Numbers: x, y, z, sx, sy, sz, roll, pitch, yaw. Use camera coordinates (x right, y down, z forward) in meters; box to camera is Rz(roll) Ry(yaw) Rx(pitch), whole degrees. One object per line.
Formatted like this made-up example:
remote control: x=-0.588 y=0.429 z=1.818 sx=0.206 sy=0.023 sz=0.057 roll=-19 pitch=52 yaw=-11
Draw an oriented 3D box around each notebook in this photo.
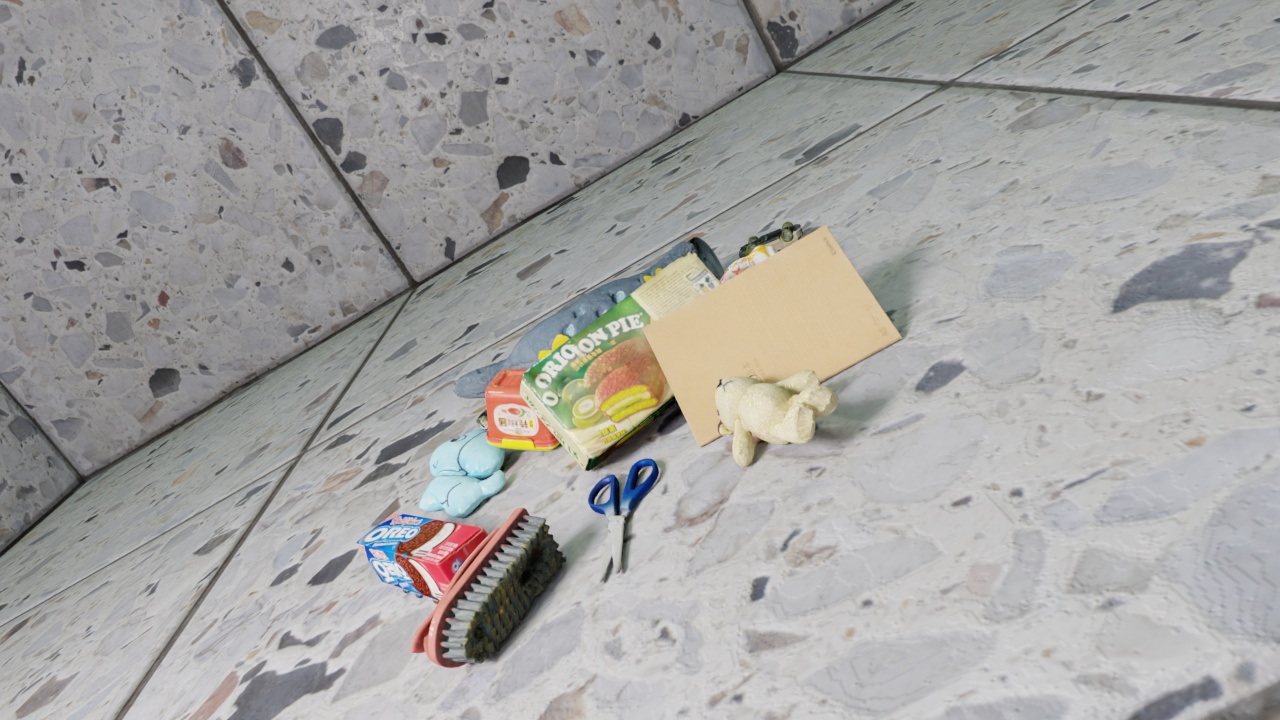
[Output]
notebook: x=0.121 y=-0.026 z=0.884 sx=0.211 sy=0.012 sz=0.149 roll=-29 pitch=56 yaw=7

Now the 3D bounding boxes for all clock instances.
clock: x=0.069 y=-0.113 z=1.225 sx=0.055 sy=0.082 sz=0.121 roll=-27 pitch=17 yaw=27

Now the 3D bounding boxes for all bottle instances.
bottle: x=0.125 y=-0.089 z=1.102 sx=0.108 sy=0.063 sz=0.063 roll=-34 pitch=16 yaw=17

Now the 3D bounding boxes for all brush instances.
brush: x=-0.129 y=0.193 z=0.762 sx=0.069 sy=0.063 sz=0.145 roll=-2 pitch=34 yaw=36

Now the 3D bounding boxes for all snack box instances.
snack box: x=0.000 y=-0.001 z=0.963 sx=0.239 sy=0.114 sz=0.063 roll=-38 pitch=-11 yaw=-20
snack box: x=-0.132 y=0.054 z=1.067 sx=0.091 sy=0.080 sz=0.081 roll=2 pitch=28 yaw=16
snack box: x=-0.208 y=0.193 z=0.898 sx=0.057 sy=0.058 sz=0.208 roll=-39 pitch=19 yaw=-32

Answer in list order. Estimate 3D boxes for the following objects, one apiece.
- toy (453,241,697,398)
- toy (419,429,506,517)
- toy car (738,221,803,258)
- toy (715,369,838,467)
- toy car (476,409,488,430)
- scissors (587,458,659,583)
toy: x=-0.074 y=-0.032 z=1.124 sx=0.356 sy=0.091 sz=0.137 roll=-31 pitch=26 yaw=3
toy: x=-0.205 y=0.126 z=1.085 sx=0.162 sy=0.050 sz=0.155 roll=-1 pitch=31 yaw=39
toy car: x=0.178 y=-0.157 z=1.241 sx=0.091 sy=0.035 sz=0.042 roll=-24 pitch=21 yaw=21
toy: x=0.110 y=0.041 z=0.772 sx=0.105 sy=0.066 sz=0.157 roll=-54 pitch=16 yaw=-11
toy car: x=-0.171 y=0.068 z=1.213 sx=0.106 sy=0.031 sz=0.048 roll=-17 pitch=22 yaw=34
scissors: x=-0.011 y=0.135 z=0.808 sx=0.126 sy=0.012 sz=0.173 roll=-36 pitch=20 yaw=-12
